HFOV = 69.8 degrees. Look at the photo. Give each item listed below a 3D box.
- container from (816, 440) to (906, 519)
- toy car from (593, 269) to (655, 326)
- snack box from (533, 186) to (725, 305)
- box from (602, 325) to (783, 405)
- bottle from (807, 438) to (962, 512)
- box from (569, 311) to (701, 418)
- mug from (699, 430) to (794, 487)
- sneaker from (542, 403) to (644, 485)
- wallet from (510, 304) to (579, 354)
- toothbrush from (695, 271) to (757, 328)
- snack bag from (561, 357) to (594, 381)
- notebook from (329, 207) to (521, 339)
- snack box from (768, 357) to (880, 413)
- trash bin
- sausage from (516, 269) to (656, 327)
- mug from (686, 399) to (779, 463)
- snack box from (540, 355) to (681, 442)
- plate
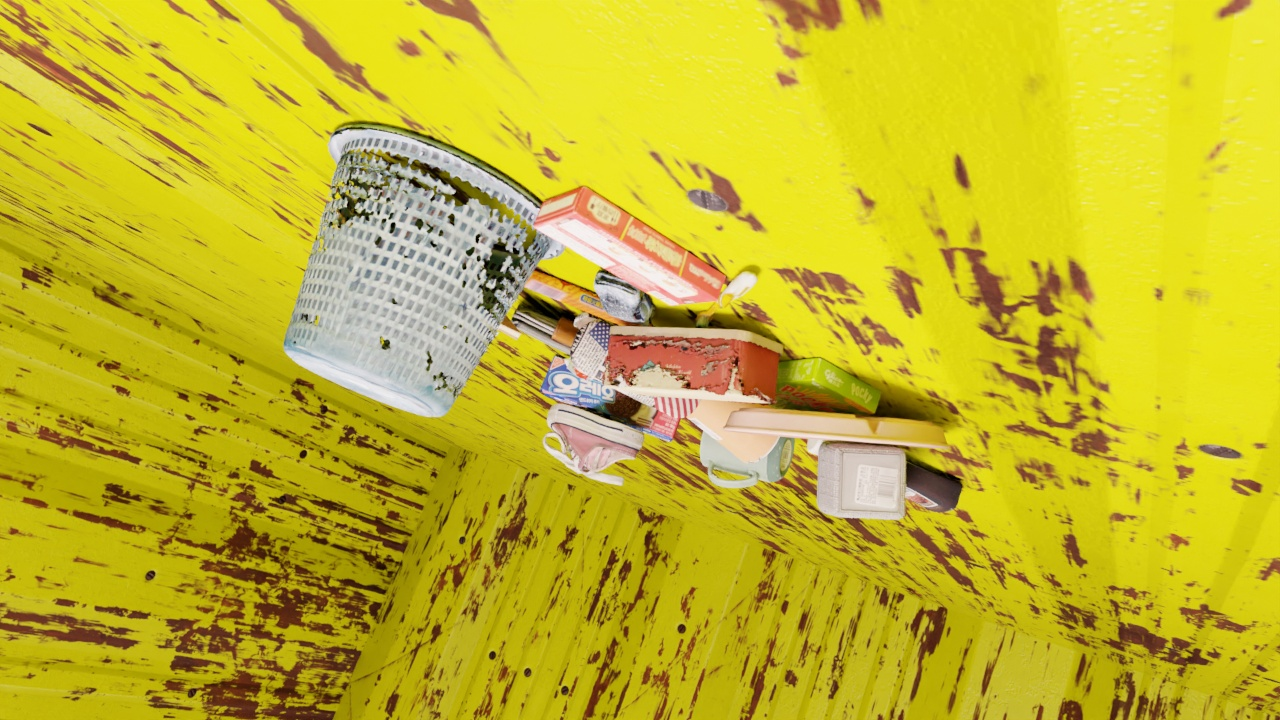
[{"bbox_3d":[0.255,0.138,1.056,0.090,0.090,0.114,1,176,5],"label":"container"},{"bbox_3d":[-0.016,-0.058,0.903,0.049,0.031,0.105,18,167,15],"label":"toy car"},{"bbox_3d":[-0.008,-0.091,0.767,0.152,0.025,0.075,28,164,-28],"label":"snack box"},{"bbox_3d":[0.048,0.013,0.913,0.169,0.078,0.091,2,172,37],"label":"box"},{"bbox_3d":[0.303,0.136,1.154,0.195,0.044,0.080,24,166,-8],"label":"bottle"},{"bbox_3d":[-0.006,0.007,1.026,0.162,0.086,0.076,29,151,-18],"label":"box"},{"bbox_3d":[0.137,0.121,1.203,0.106,0.111,0.082,13,141,24],"label":"mug"},{"bbox_3d":[-0.078,0.122,1.334,0.118,0.087,0.241,25,172,-29],"label":"sneaker"},{"bbox_3d":[-0.090,-0.032,1.093,0.129,0.037,0.106,24,-178,-8],"label":"wallet"},{"bbox_3d":[0.073,-0.050,0.818,0.016,0.018,0.191,21,169,-5],"label":"toothbrush"},{"bbox_3d":[-0.080,0.010,1.262,0.045,0.026,0.105,16,-177,-16],"label":"snack bag"},{"bbox_3d":[-0.237,-0.098,1.001,0.211,0.012,0.149,29,-170,-32],"label":"notebook"},{"bbox_3d":[0.169,0.029,0.971,0.085,0.026,0.157,26,166,-24],"label":"snack box"},{"bbox_3d":[-0.204,-0.064,0.812,0.226,0.195,0.227,20,167,5],"label":"trash bin"},{"bbox_3d":[-0.061,-0.064,0.964,0.165,0.021,0.021,22,167,-2],"label":"sausage"},{"bbox_3d":[0.103,0.064,1.115,0.122,0.078,0.078,33,163,-26],"label":"mug"},{"bbox_3d":[-0.041,0.057,1.335,0.207,0.058,0.057,20,170,4],"label":"snack box"},{"bbox_3d":[0.200,0.070,0.950,0.229,0.028,0.229,4,176,0],"label":"plate"}]
